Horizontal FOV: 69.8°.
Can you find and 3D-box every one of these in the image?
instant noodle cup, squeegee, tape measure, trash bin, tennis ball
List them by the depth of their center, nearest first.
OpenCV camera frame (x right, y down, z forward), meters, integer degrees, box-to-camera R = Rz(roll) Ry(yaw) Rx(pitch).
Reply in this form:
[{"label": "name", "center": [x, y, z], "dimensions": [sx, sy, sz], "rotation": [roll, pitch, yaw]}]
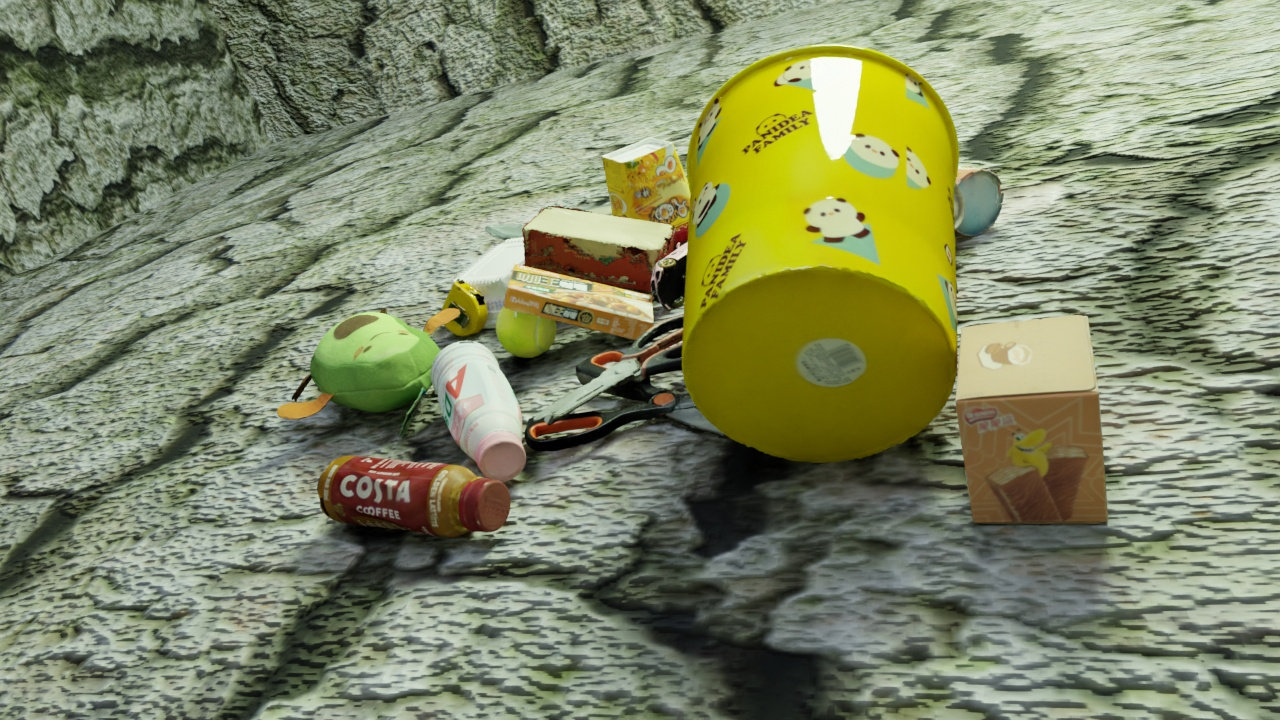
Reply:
[{"label": "trash bin", "center": [0.135, -0.078, 0.703], "dimensions": [0.230, 0.230, 0.254], "rotation": [-8, 41, 19]}, {"label": "tennis ball", "center": [-0.123, -0.035, 0.984], "dimensions": [0.065, 0.065, 0.065], "rotation": [-14, 26, 7]}, {"label": "tape measure", "center": [-0.211, -0.058, 1.090], "dimensions": [0.057, 0.060, 0.028], "rotation": [38, 23, 18]}, {"label": "instant noodle cup", "center": [-0.161, -0.105, 1.157], "dimensions": [0.138, 0.060, 0.173], "rotation": [-3, 31, 28]}, {"label": "instant noodle cup", "center": [0.011, -0.216, 1.192], "dimensions": [0.116, 0.124, 0.116], "rotation": [-25, 27, -15]}, {"label": "squeegee", "center": [-0.121, -0.187, 1.287], "dimensions": [0.247, 0.039, 0.245], "rotation": [0, 14, 40]}]

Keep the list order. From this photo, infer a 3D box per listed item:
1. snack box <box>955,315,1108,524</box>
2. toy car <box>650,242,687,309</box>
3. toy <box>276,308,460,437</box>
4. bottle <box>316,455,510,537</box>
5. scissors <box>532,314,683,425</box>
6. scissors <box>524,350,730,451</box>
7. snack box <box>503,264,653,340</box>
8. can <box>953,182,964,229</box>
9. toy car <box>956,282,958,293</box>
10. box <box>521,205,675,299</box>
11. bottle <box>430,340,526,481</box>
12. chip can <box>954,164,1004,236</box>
[{"label": "snack box", "center": [0.244, 0.037, 0.574], "dimensions": [0.077, 0.094, 0.092], "rotation": [-5, 29, 25]}, {"label": "toy car", "center": [0.054, -0.104, 1.021], "dimensions": [0.037, 0.056, 0.122], "rotation": [16, 42, 44]}, {"label": "toy", "center": [-0.290, 0.001, 0.993], "dimensions": [0.226, 0.090, 0.247], "rotation": [-40, 30, -27]}, {"label": "bottle", "center": [-0.183, 0.110, 0.741], "dimensions": [0.175, 0.057, 0.057], "rotation": [0, 31, 33]}, {"label": "scissors", "center": [0.003, 0.009, 0.822], "dimensions": [0.195, 0.015, 0.205], "rotation": [-3, 28, 11]}, {"label": "scissors", "center": [0.000, 0.043, 0.806], "dimensions": [0.224, 0.022, 0.221], "rotation": [-23, 31, -15]}, {"label": "snack box", "center": [-0.063, -0.061, 0.962], "dimensions": [0.153, 0.026, 0.075], "rotation": [13, 25, -7]}, {"label": "can", "center": [0.267, -0.148, 0.937], "dimensions": [0.058, 0.058, 0.116], "rotation": [-33, 13, -29]}, {"label": "toy car", "center": [0.257, -0.082, 0.856], "dimensions": [0.053, 0.045, 0.120], "rotation": [-9, 42, 5]}, {"label": "box", "center": [-0.049, -0.134, 1.062], "dimensions": [0.168, 0.079, 0.091], "rotation": [11, 33, 13]}, {"label": "bottle", "center": [-0.146, 0.045, 0.839], "dimensions": [0.068, 0.068, 0.197], "rotation": [-23, 28, -11]}, {"label": "chip can", "center": [0.307, -0.195, 1.026], "dimensions": [0.071, 0.071, 0.214], "rotation": [-23, 27, -12]}]
